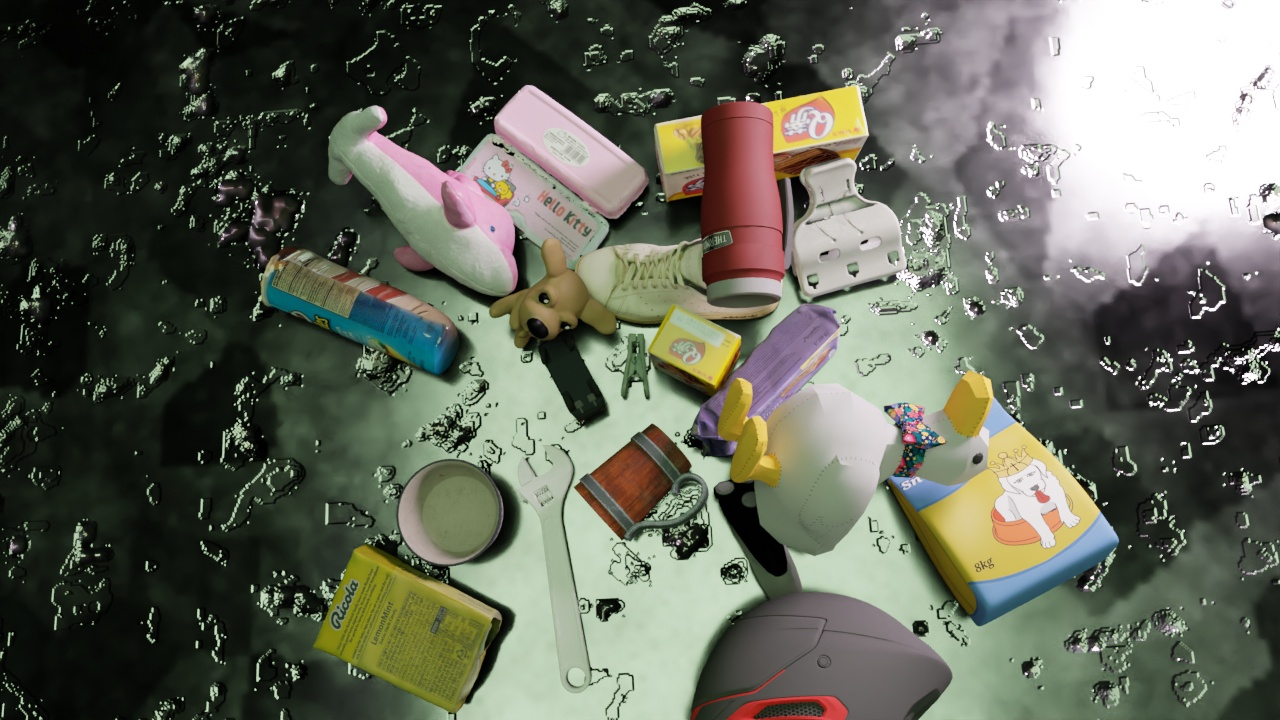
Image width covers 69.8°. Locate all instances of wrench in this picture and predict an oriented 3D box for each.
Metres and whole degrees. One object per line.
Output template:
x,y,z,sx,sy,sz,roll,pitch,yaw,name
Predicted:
-0.091,0.230,1.023,0.066,0.018,0.273,-11,79,1,wrench

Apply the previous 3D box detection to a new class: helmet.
0.172,0.318,0.911,0.265,0.164,0.169,-4,49,8,helmet

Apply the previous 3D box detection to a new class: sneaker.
0.042,-0.094,1.034,0.241,0.102,0.088,3,78,4,sneaker

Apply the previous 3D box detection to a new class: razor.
0.133,0.199,0.996,0.057,0.060,0.156,-24,97,-13,razor

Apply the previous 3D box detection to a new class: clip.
-0.006,0.006,1.059,0.035,0.023,0.074,0,77,5,clip
0.226,-0.158,1.057,0.126,0.091,0.151,-16,91,-1,clip

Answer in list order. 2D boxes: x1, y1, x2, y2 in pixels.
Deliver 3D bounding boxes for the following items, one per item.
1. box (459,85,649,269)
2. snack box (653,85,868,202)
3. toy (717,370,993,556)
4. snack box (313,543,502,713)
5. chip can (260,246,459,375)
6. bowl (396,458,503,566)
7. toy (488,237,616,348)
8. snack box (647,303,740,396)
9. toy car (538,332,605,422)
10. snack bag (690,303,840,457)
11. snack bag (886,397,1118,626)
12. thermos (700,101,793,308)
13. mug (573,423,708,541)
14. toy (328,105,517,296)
-0.107,-0.224,1.103,0.201,0.045,0.154,38,84,11,box
0.134,-0.247,1.055,0.230,0.110,0.061,-11,83,2,snack box
0.210,0.099,0.917,0.267,0.140,0.247,13,118,-13,toy
-0.250,0.292,1.000,0.181,0.045,0.121,23,94,7,snack box
-0.322,-0.059,1.070,0.229,0.080,0.079,22,81,8,chip can
-0.206,0.170,1.021,0.115,0.059,0.115,-1,78,4,bowl
-0.109,-0.063,1.034,0.108,0.134,0.105,-11,37,40,toy
0.060,-0.008,1.015,0.083,0.106,0.061,27,83,9,snack box
-0.079,0.018,1.054,0.046,0.034,0.112,-28,63,-5,toy car
0.135,0.023,1.009,0.205,0.096,0.058,-43,73,-6,snack bag
0.367,0.150,0.972,0.159,0.102,0.205,-28,61,-2,snack bag
0.114,-0.157,0.956,0.108,0.084,0.198,4,81,-32,thermos
0.005,0.141,0.997,0.111,0.081,0.117,-42,60,-9,mug
-0.234,-0.186,1.060,0.265,0.187,0.127,42,51,-12,toy
